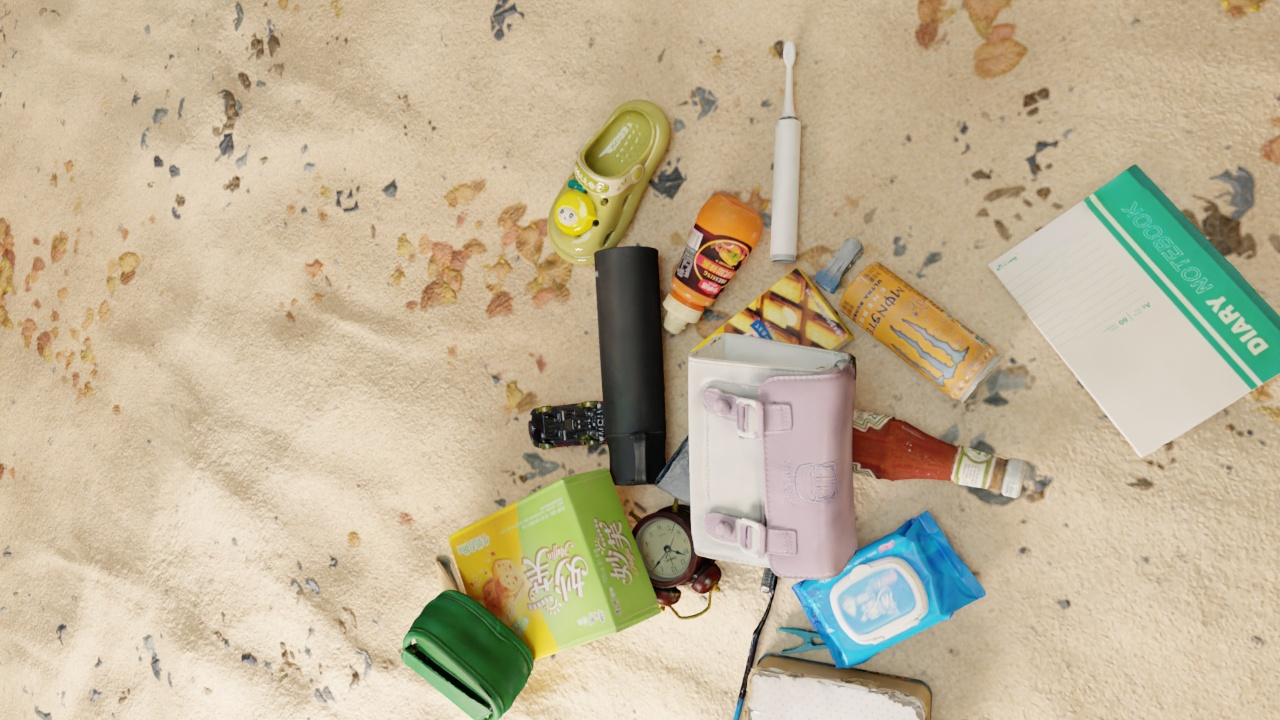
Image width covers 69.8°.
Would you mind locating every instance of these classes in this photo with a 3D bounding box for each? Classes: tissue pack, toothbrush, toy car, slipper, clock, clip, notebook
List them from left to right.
[{"bbox_3d":[-0.077,0.070,0.999,0.106,0.031,0.049,-8,84,31],"label":"toy car"},{"bbox_3d":[-0.044,-0.195,0.970,0.091,0.081,0.191,36,99,24],"label":"slipper"},{"bbox_3d":[0.036,0.201,0.930,0.082,0.055,0.122,-24,76,21],"label":"clock"},{"bbox_3d":[0.110,0.293,0.917,0.016,0.014,0.189,16,95,25],"label":"toothbrush"},{"bbox_3d":[0.146,-0.208,0.914,0.027,0.026,0.221,2,89,13],"label":"toothbrush"},{"bbox_3d":[0.162,0.273,0.895,0.056,0.013,0.039,-9,85,23],"label":"clip"},{"bbox_3d":[0.195,-0.094,0.892,0.027,0.045,0.058,41,95,23],"label":"clip"},{"bbox_3d":[0.225,0.214,0.847,0.157,0.052,0.095,-34,75,19],"label":"tissue pack"},{"bbox_3d":[0.423,-0.045,0.779,0.150,0.012,0.209,-37,68,15],"label":"notebook"}]

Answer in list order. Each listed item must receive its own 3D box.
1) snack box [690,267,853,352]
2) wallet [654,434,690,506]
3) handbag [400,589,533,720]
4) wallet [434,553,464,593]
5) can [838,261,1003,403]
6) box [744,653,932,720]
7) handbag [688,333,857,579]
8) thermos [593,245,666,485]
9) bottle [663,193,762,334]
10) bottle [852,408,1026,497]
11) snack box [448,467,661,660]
[{"bbox_3d":[0.129,-0.015,0.911,0.141,0.033,0.087,-39,73,19],"label":"snack box"},{"bbox_3d":[0.086,0.099,0.909,0.097,0.019,0.121,31,102,-15],"label":"wallet"},{"bbox_3d":[-0.181,0.307,0.935,0.131,0.067,0.120,39,136,5],"label":"handbag"},{"bbox_3d":[-0.199,0.280,1.005,0.087,0.024,0.115,40,139,49],"label":"wallet"},{"bbox_3d":[0.254,-0.027,0.841,0.146,0.058,0.058,41,104,20],"label":"can"},{"bbox_3d":[0.178,0.335,0.863,0.184,0.059,0.090,5,89,26],"label":"box"},{"bbox_3d":[0.119,0.086,0.822,0.145,0.098,0.197,6,111,26],"label":"handbag"},{"bbox_3d":[-0.006,0.005,0.941,0.068,0.090,0.242,-3,86,-9],"label":"thermos"},{"bbox_3d":[0.065,-0.092,0.930,0.067,0.066,0.150,36,109,21],"label":"bottle"},{"bbox_3d":[0.243,0.084,0.843,0.206,0.059,0.060,12,93,24],"label":"bottle"},{"bbox_3d":[-0.096,0.220,0.951,0.211,0.069,0.157,-31,75,39],"label":"snack box"}]
